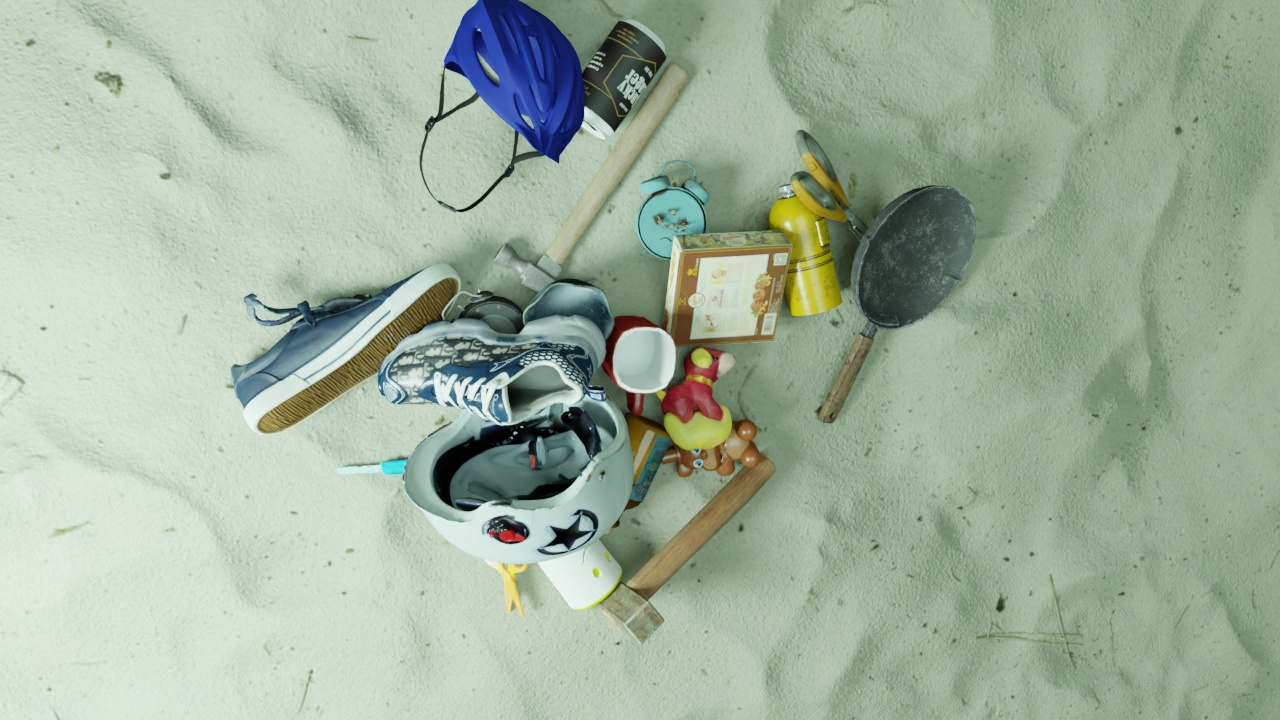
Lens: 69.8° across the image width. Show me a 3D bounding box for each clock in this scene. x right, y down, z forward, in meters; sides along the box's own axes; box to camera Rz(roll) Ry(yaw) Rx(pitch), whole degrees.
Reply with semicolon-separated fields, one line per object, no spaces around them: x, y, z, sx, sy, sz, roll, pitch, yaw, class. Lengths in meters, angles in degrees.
-0.186;-0.038;1.128;0.123;0.044;0.091;41;94;-20;clock
0.037;-0.186;1.145;0.090;0.053;0.124;8;99;-15;clock

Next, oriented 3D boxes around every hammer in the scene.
-0.043;-0.225;1.139;0.119;0.031;0.331;34;89;-17;hammer
0.066;0.230;1.207;0.300;0.158;0.037;-42;106;-16;hammer

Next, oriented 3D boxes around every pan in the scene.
0.319;-0.069;1.219;0.207;0.040;0.357;13;112;-39;pan

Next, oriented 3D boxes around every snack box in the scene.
0.107;-0.089;1.156;0.147;0.041;0.143;-4;126;-13;snack box

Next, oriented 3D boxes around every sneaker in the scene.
-0.170;0.025;1.050;0.269;0.132;0.103;-7;124;-1;sneaker
-0.354;-0.045;1.077;0.294;0.121;0.127;-34;72;-5;sneaker

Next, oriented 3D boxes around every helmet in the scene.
-0.135;0.149;1.094;0.264;0.236;0.164;-17;124;-8;helmet
-0.167;-0.286;1.032;0.228;0.241;0.147;-43;146;19;helmet

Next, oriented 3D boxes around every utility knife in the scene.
-0.299;0.131;1.150;0.158;0.015;0.022;-1;100;-14;utility knife

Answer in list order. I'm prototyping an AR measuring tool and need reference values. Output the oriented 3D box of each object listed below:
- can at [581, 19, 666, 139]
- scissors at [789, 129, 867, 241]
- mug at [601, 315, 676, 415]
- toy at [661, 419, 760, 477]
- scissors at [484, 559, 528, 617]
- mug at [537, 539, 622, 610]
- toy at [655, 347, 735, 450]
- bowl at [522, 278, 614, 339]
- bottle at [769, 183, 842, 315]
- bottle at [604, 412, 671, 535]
-0.030;-0.335;1.091;0.072;0.072;0.128;35;92;-16;can
0.255;-0.189;1.173;0.016;0.165;0.225;-26;111;36;scissors
-0.007;0.007;1.149;0.080;0.096;0.116;2;100;-13;mug
0.090;0.115;1.210;0.127;0.065;0.095;-13;106;-4;toy
-0.181;0.282;1.200;0.084;0.012;0.133;18;120;22;scissors
-0.085;0.256;1.188;0.082;0.082;0.106;-35;105;-4;mug
0.070;0.048;1.175;0.105;0.067;0.137;13;74;-11;toy
-0.089;-0.060;1.119;0.110;0.055;0.110;-5;128;-7;bowl
0.209;-0.146;1.181;0.071;0.071;0.164;-18;104;-9;bottle
-0.019;0.151;1.189;0.068;0.068;0.157;24;95;-16;bottle
